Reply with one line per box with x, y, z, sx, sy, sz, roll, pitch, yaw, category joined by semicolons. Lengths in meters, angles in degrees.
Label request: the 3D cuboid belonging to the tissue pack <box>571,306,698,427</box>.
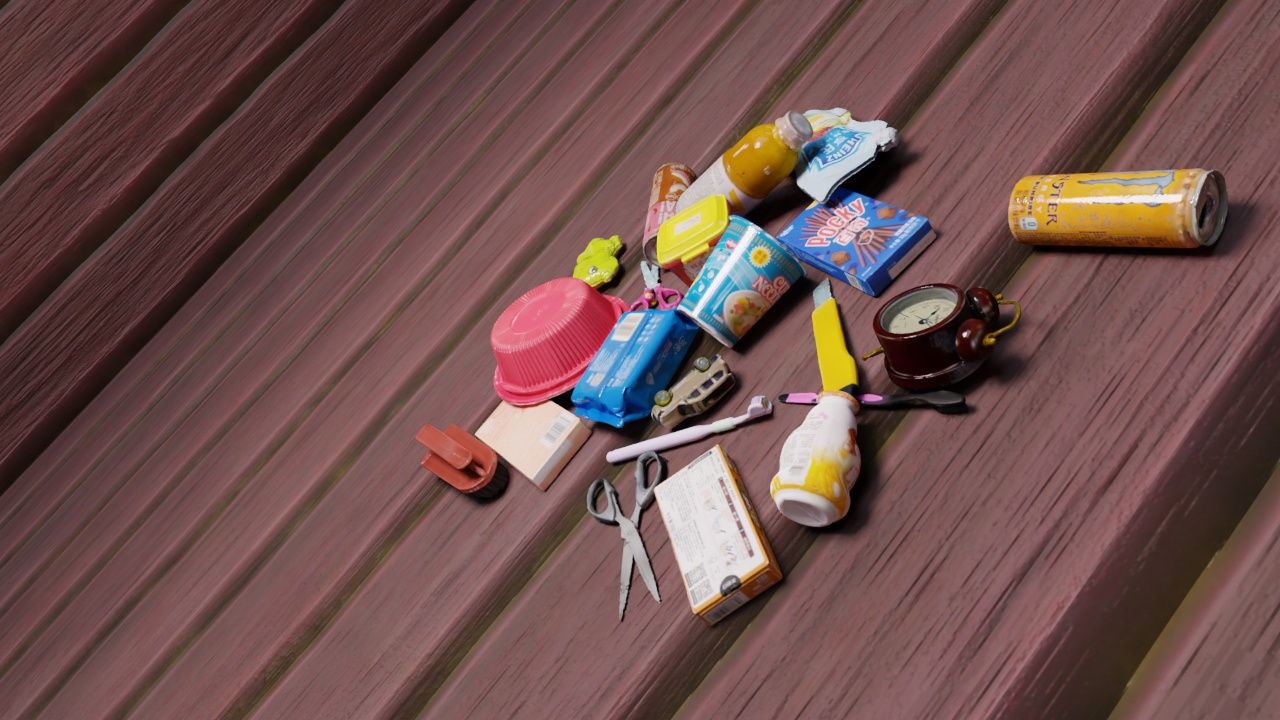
-0.006;0.006;0.983;0.095;0.052;0.156;5;56;51;tissue pack

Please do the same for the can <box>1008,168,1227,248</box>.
0.369;-0.118;0.719;0.146;0.058;0.058;10;61;51;can

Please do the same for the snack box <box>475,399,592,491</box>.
-0.125;0.083;1.046;0.084;0.026;0.157;-51;34;-10;snack box

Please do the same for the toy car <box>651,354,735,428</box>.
0.051;0.033;0.901;0.090;0.042;0.035;-38;55;-2;toy car

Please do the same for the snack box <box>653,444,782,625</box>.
0.062;0.144;0.783;0.075;0.026;0.153;-37;34;12;snack box

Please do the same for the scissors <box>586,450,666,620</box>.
-0.010;0.157;0.861;0.171;0.014;0.159;10;63;49;scissors

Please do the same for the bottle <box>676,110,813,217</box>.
0.116;-0.206;1.029;0.190;0.068;0.067;-39;28;44;bottle

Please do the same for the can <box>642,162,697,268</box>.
0.038;-0.182;1.137;0.058;0.058;0.147;-22;39;29;can

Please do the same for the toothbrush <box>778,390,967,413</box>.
0.192;0.035;0.782;0.190;0.018;0.014;-2;51;50;toothbrush

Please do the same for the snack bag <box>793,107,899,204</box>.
0.207;-0.234;1.014;0.110;0.039;0.191;-31;26;2;snack bag

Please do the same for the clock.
0.244;-0.023;0.738;0.122;0.055;0.081;-12;31;34;clock

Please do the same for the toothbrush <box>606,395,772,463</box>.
0.041;0.071;0.892;0.190;0.029;0.021;-22;77;31;toothbrush

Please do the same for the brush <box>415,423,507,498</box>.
-0.210;0.114;1.063;0.063;0.069;0.146;-53;35;-13;brush

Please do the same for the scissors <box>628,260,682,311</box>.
0.023;-0.093;1.097;0.077;0.017;0.137;-16;36;21;scissors

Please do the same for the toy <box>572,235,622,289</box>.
-0.058;-0.125;1.200;0.097;0.031;0.100;0;49;46;toy

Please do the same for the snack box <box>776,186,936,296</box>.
0.211;-0.124;0.919;0.084;0.026;0.157;-44;33;-3;snack box

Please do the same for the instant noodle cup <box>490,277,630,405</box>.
-0.107;-0.036;1.098;0.194;0.066;0.193;-22;32;14;instant noodle cup

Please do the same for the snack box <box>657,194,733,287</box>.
0.073;-0.124;1.017;0.091;0.080;0.081;-27;36;24;snack box

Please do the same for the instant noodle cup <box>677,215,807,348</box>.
0.098;-0.075;0.935;0.110;0.099;0.099;-53;33;2;instant noodle cup

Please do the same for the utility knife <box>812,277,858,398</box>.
0.178;-0.020;0.847;0.033;0.015;0.192;-27;31;23;utility knife

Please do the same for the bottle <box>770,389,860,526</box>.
0.146;0.076;0.736;0.063;0.063;0.108;-7;48;42;bottle
